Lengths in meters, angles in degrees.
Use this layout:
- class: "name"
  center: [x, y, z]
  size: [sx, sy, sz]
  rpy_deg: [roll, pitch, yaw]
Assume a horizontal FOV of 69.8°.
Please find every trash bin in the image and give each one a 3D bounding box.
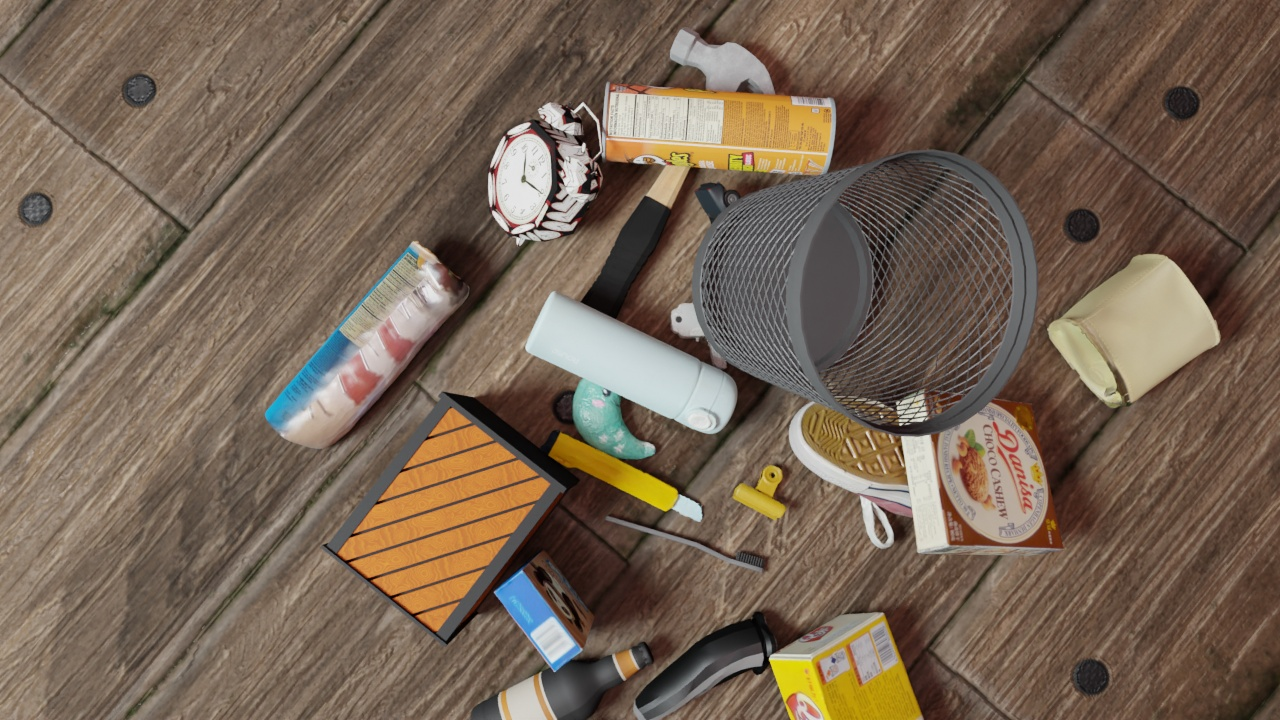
- class: "trash bin"
  center: [0.176, -0.062, 0.802]
  size: [0.217, 0.227, 0.218]
  rpy_deg: [-3, 98, -20]
- class: "trash bin"
  center: [-0.170, 0.143, 0.869]
  size: [0.139, 0.140, 0.171]
  rpy_deg: [37, 87, 4]

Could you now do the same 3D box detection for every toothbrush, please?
- class: "toothbrush"
  center: [0.044, 0.183, 0.924]
  size: [0.167, 0.013, 0.013]
  rpy_deg: [16, 78, 3]

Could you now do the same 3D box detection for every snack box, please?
- class: "snack box"
  center: [0.213, 0.365, 0.858]
  size: [0.109, 0.062, 0.230]
  rpy_deg: [-17, 85, -35]
- class: "snack box"
  center: [0.314, 0.106, 0.852]
  size: [0.146, 0.041, 0.143]
  rpy_deg: [7, 67, -26]
- class: "snack box"
  center: [-0.086, 0.228, 0.855]
  size: [0.034, 0.151, 0.087]
  rpy_deg: [-37, 86, -2]

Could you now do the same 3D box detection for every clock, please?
- class: "clock"
  center: [-0.082, -0.185, 0.899]
  size: [0.155, 0.065, 0.114]
  rpy_deg: [-36, 65, 38]

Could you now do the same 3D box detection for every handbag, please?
- class: "handbag"
  center: [0.479, -0.026, 0.898]
  size: [0.119, 0.081, 0.111]
  rpy_deg: [-37, 93, -3]

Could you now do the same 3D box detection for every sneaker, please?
- class: "sneaker"
  center: [0.236, 0.109, 0.889]
  size: [0.241, 0.088, 0.118]
  rpy_deg: [25, 62, -17]

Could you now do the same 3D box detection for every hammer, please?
- class: "hammer"
  center: [0.025, -0.173, 0.939]
  size: [0.131, 0.039, 0.328]
  rpy_deg: [29, 88, 2]

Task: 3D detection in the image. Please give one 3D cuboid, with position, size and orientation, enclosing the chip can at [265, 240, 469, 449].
- class: "chip can"
  center: [-0.270, -0.010, 0.916]
  size: [0.080, 0.080, 0.229]
  rpy_deg: [40, 88, 4]

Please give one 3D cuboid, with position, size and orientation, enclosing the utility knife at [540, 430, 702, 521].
- class: "utility knife"
  center: [-0.016, 0.119, 0.918]
  size: [0.179, 0.017, 0.030]
  rpy_deg: [27, 100, -4]

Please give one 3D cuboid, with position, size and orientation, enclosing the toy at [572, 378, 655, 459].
- class: "toy"
  center: [-0.026, 0.047, 0.928]
  size: [0.085, 0.033, 0.105]
  rpy_deg: [1, 85, -9]

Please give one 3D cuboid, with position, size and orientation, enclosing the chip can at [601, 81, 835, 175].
- class: "chip can"
  center: [0.073, -0.222, 0.884]
  size: [0.215, 0.075, 0.075]
  rpy_deg: [4, 86, 0]

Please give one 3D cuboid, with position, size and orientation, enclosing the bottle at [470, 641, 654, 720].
- class: "bottle"
  center: [-0.072, 0.325, 0.894]
  size: [0.181, 0.059, 0.059]
  rpy_deg: [-27, 86, -1]

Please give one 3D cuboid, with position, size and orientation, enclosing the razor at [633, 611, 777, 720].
- class: "razor"
  center: [0.060, 0.305, 0.898]
  size: [0.156, 0.057, 0.060]
  rpy_deg: [-25, 118, -1]

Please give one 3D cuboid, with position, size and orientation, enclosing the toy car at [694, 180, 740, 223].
- class: "toy car"
  center: [0.095, -0.130, 0.911]
  size: [0.034, 0.046, 0.112]
  rpy_deg: [-44, 112, -11]

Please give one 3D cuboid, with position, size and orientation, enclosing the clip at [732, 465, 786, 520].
- class: "clip"
  center: [0.125, 0.130, 0.918]
  size: [0.054, 0.044, 0.049]
  rpy_deg: [28, 112, 5]

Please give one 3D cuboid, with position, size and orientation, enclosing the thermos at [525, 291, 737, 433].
- class: "thermos"
  center: [-0.005, 0.005, 0.889]
  size: [0.207, 0.077, 0.065]
  rpy_deg: [26, 122, -9]

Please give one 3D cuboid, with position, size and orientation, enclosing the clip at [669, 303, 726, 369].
- class: "clip"
  center: [0.059, -0.041, 0.926]
  size: [0.058, 0.050, 0.101]
  rpy_deg: [-1, 85, -11]
